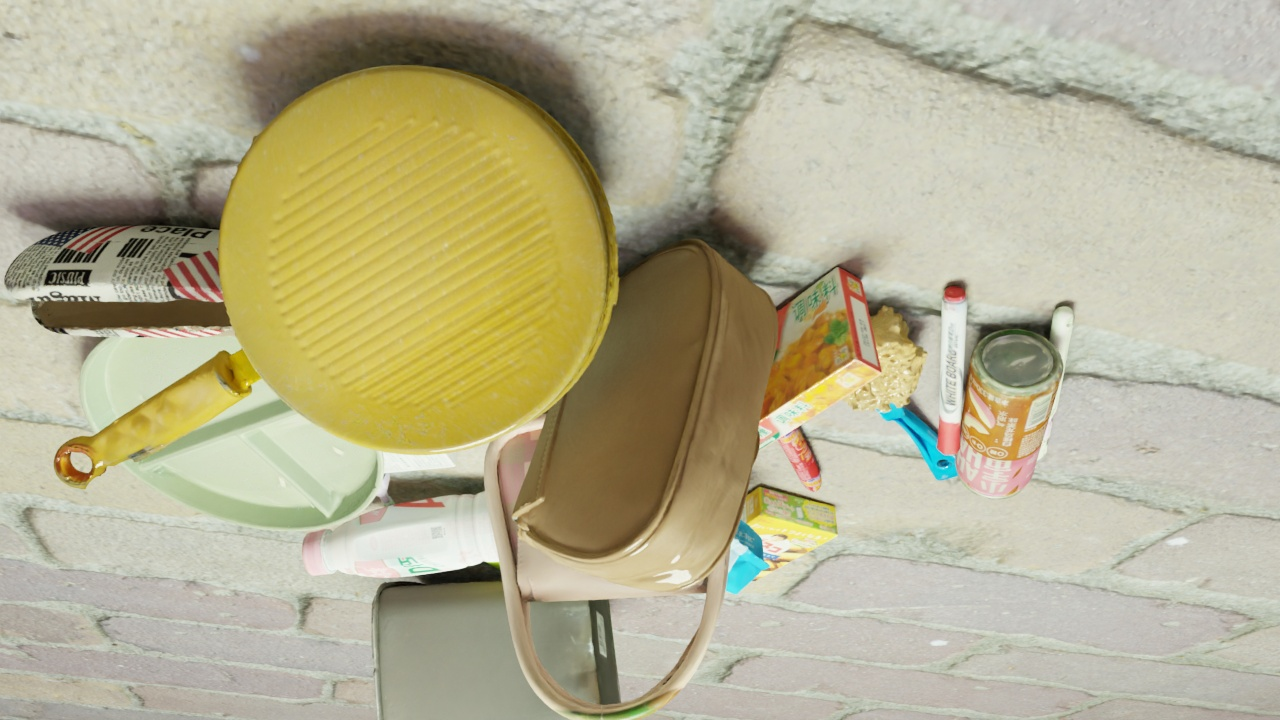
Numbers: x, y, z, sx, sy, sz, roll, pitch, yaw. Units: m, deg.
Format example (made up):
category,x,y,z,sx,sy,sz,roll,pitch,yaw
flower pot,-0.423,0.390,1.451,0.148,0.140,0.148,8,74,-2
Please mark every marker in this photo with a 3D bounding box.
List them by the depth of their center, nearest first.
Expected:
category,x,y,z,sx,sy,sz,roll,pitch,yaw
marker,0.213,0.010,0.630,0.017,0.017,0.145,-5,131,11

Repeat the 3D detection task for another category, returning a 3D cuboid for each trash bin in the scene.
category,x,y,z,sx,sy,sz,roll,pitch,yaw
trash bin,-0.144,0.317,0.967,0.220,0.198,0.199,-10,165,4

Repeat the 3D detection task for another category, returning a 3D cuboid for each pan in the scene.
category,x,y,z,sx,sy,sz,roll,pitch,yaw
pan,-0.180,-0.013,0.487,0.357,0.078,0.198,-28,98,5

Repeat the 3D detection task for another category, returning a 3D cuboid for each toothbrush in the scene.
category,x,y,z,sx,sy,sz,roll,pitch,yaw
toothbrush,0.296,0.022,0.669,0.029,0.020,0.190,-30,142,-6
toothbrush,-0.236,0.157,0.898,0.029,0.021,0.189,-26,150,-15

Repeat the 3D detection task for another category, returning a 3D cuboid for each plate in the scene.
category,x,y,z,sx,sy,sz,roll,pitch,yaw
plate,-0.308,0.052,0.705,0.230,0.027,0.231,3,132,4

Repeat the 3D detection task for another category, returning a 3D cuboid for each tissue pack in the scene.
category,x,y,z,sx,sy,sz,roll,pitch,yaw
tissue pack,0.035,0.146,0.794,0.140,0.063,0.090,12,160,45

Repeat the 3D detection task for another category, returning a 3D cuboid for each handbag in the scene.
category,x,y,z,sx,sy,sz,roll,pitch,yaw
handbag,0.007,0.036,0.552,0.148,0.204,0.099,-9,145,44
handbag,-0.020,0.149,0.681,0.193,0.233,0.093,-7,148,11

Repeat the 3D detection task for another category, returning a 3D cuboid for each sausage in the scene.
category,x,y,z,sx,sy,sz,roll,pitch,yaw
sausage,0.126,0.071,0.750,0.020,0.020,0.156,-12,143,20

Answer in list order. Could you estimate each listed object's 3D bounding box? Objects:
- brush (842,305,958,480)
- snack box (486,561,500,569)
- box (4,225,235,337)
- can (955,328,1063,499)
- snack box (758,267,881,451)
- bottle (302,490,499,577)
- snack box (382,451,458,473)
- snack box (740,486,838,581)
category,x,y,z,sx,sy,sz,roll,pitch,yaw
brush,0.195,0.036,0.684,0.083,0.045,0.254,-22,143,24
snack box,-0.092,0.177,0.910,0.157,0.026,0.086,-17,140,26
box,-0.298,-0.058,0.554,0.163,0.075,0.076,1,152,5
can,0.261,0.042,0.660,0.058,0.057,0.147,-5,143,10
snack box,0.087,0.013,0.606,0.027,0.076,0.156,26,135,-28
bottle,-0.206,0.161,0.836,0.197,0.068,0.068,-9,145,2
snack box,-0.237,0.064,0.755,0.157,0.026,0.085,-6,144,13
snack box,0.112,0.169,0.881,0.087,0.033,0.141,18,141,-22
